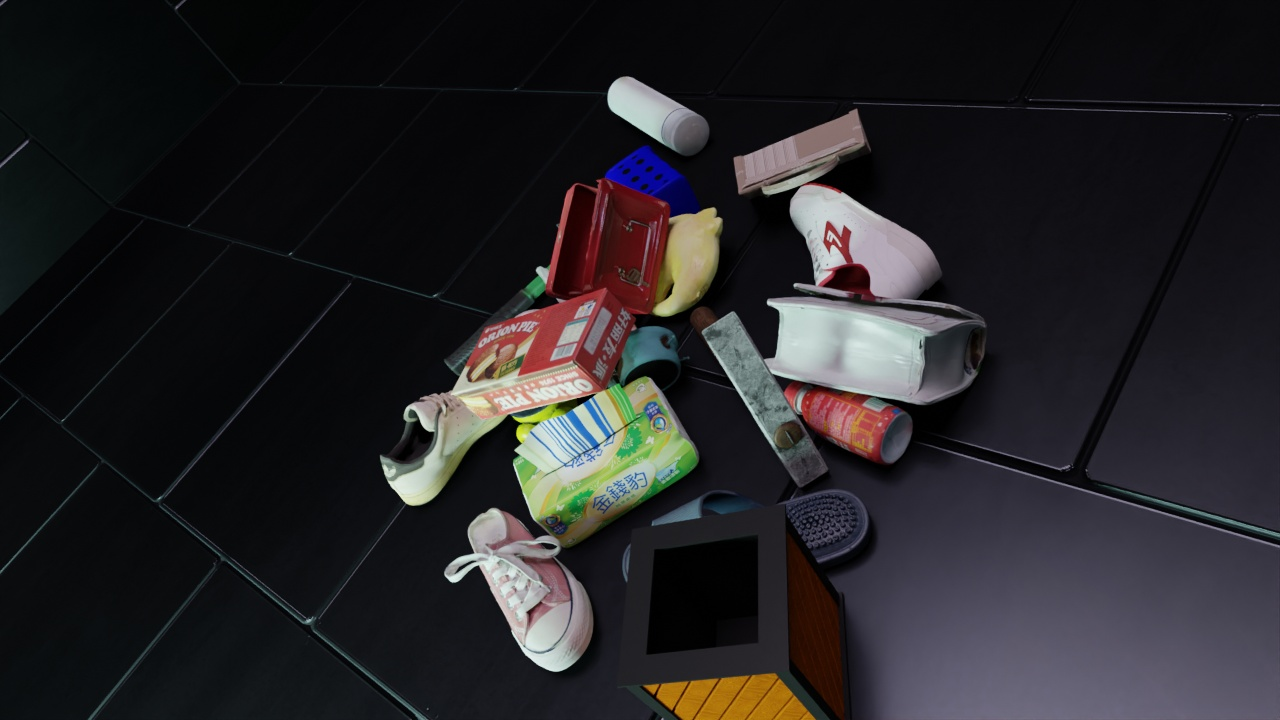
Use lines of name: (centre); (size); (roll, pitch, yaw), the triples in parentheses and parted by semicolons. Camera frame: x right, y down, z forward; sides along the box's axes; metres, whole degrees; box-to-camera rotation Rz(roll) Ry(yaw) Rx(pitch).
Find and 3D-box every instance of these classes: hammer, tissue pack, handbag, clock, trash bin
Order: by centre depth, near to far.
trash bin: (0.087, 0.238, 0.791); (0.140, 0.172, 0.139); (-14, 47, 22)
handbag: (0.243, -0.025, 0.960); (0.199, 0.096, 0.141); (13, 18, 39)
hammer: (0.093, -0.017, 1.018); (0.037, 0.218, 0.300); (-33, 30, 3)
tissue pack: (-0.052, 0.097, 1.029); (0.197, 0.141, 0.120); (-37, 42, -1)
clock: (-0.007, 0.007, 1.122); (0.124, 0.090, 0.053); (-25, 53, 10)
clock: (-0.124, 0.062, 1.168); (0.083, 0.057, 0.119); (-25, 42, 12)
handbag: (0.204, -0.249, 1.173); (0.176, 0.062, 0.197); (-19, 16, 18)
hammer: (-0.164, -0.098, 1.359); (0.318, 0.032, 0.130); (-45, 44, -9)

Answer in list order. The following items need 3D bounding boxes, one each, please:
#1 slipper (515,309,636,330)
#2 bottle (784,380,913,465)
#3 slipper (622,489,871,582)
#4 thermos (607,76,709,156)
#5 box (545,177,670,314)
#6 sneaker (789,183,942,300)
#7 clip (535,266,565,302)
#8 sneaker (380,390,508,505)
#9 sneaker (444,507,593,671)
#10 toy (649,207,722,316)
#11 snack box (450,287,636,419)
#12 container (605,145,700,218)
slipper: (-0.097, -0.033, 1.236); (0.222, 0.056, 0.106); (10, 57, 35)
bottle: (0.210, 0.057, 0.956); (0.062, 0.062, 0.138); (-49, 43, -14)
slipper: (0.093, 0.176, 0.911); (0.264, 0.082, 0.101); (-17, 48, 19)
thermos: (0.025, -0.395, 1.476); (0.068, 0.068, 0.230); (-39, 43, -4)
box: (-0.045, -0.145, 1.214); (0.127, 0.137, 0.157); (3, 79, 56)
sneaker: (0.237, -0.127, 1.094); (0.104, 0.090, 0.236); (-45, 46, -1)
clip: (-0.101, -0.108, 1.309); (0.054, 0.043, 0.101); (-40, 69, 10)
sneaker: (-0.255, 0.070, 1.212); (0.089, 0.102, 0.241); (18, 63, 42)
sneaker: (-0.135, 0.232, 1.001); (0.118, 0.088, 0.241); (-42, 42, -7)
toy: (0.055, -0.136, 1.225); (0.155, 0.064, 0.170); (-46, 36, 18)
snack box: (-0.122, -0.004, 1.117); (0.237, 0.060, 0.113); (-14, 44, 42)
container: (0.019, -0.241, 1.329); (0.085, 0.084, 0.113); (-37, 43, -3)
